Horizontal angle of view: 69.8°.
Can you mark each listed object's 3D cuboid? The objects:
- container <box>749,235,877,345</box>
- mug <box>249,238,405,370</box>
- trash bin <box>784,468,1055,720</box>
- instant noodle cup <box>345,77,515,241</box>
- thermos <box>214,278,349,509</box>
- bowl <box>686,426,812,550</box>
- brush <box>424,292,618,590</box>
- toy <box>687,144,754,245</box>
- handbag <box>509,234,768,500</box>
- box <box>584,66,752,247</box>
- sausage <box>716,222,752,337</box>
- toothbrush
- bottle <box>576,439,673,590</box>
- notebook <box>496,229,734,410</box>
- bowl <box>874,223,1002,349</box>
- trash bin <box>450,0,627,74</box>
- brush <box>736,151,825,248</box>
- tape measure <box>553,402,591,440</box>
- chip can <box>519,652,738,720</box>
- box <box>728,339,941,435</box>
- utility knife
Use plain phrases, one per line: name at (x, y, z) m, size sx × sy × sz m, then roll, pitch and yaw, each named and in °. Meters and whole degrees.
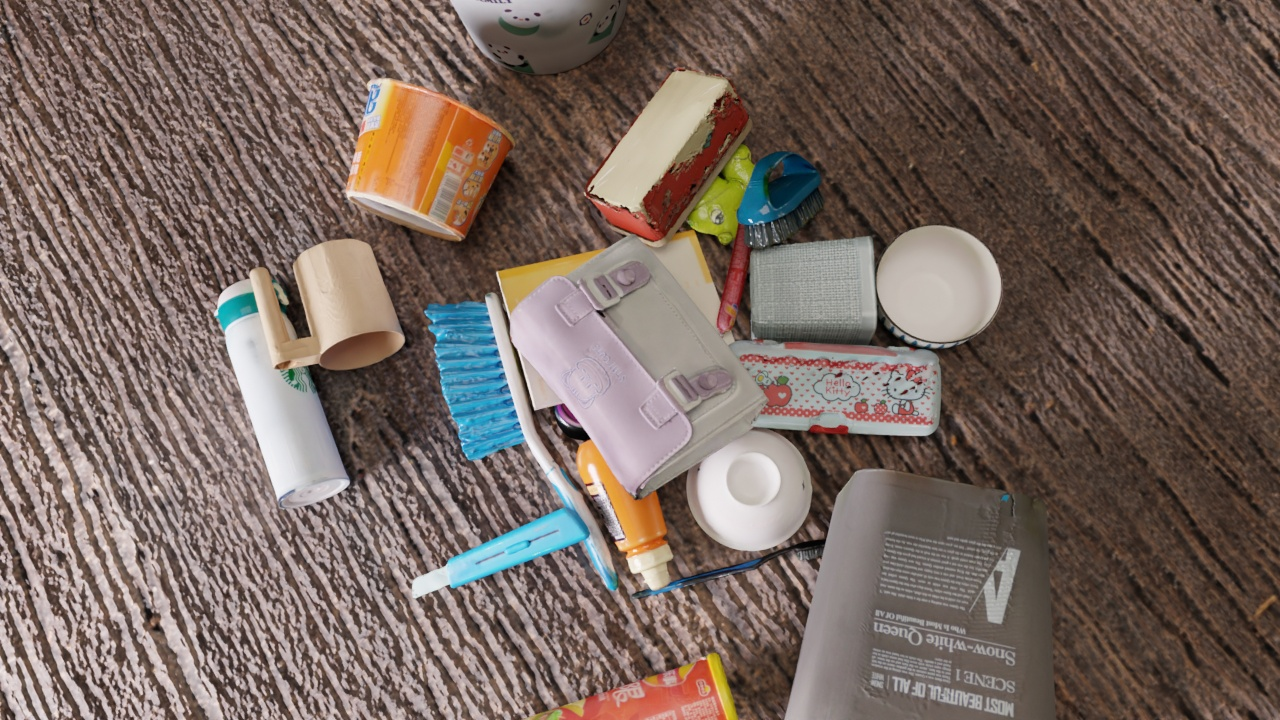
container at (0.160, -0.061, 0.867) m, size 0.111 × 0.090 × 0.090 m, roll -2°, pitch 76°, yaw 7°
mug at (-0.303, -0.050, 0.886) m, size 0.124 × 0.084 × 0.103 m, roll -13°, pitch 71°, yaw -30°
trash bin at (0.228, 0.219, 0.744) m, size 0.199 × 0.199 × 0.219 m, roll 11°, pitch 71°, yaw 6°
instant noodle cup at (-0.212, -0.190, 0.897) m, size 0.151 × 0.151 × 0.111 m, roll 18°, pitch 86°, yaw 8°
thermos at (-0.348, 0.026, 0.888) m, size 0.073 × 0.073 × 0.224 m, roll -24°, pitch 75°, yaw -2°
bowl at (0.100, 0.113, 0.838) m, size 0.118 × 0.065 × 0.118 m, roll -1°, pitch 76°, yaw 4°
brush at (-0.115, 0.078, 0.870) m, size 0.109 × 0.060 × 0.314 m, roll -16°, pitch 78°, yaw -4°
toy at (0.083, -0.169, 0.926) m, size 0.100 × 0.031 × 0.096 m, roll -34°, pitch 78°, yaw -9°
handbag at (-0.005, 0.005, 0.809) m, size 0.144 × 0.098 × 0.197 m, roll -34°, pitch 73°, yaw -13°
box at (0.026, -0.205, 0.899) m, size 0.091 × 0.077 × 0.168 m, roll 28°, pitch 78°, yaw 40°
sausage at (0.097, -0.095, 0.894) m, size 0.020 × 0.020 × 0.155 m, roll 12°, pitch 81°, yaw 7°
toothbrush at (0.083, 0.196, 0.846) m, size 0.189 × 0.014 × 0.016 m, roll -16°, pitch 100°, yaw 1°
bottle at (-0.008, 0.139, 0.844) m, size 0.067 × 0.067 × 0.149 m, roll -21°, pitch 83°, yaw -2°
notebook at (-0.021, -0.043, 0.887) m, size 0.206 × 0.010 × 0.145 m, roll -13°, pitch 73°, yaw -14°
bowl at (0.274, -0.064, 0.869) m, size 0.116 × 0.066 × 0.116 m, roll -1°, pitch 77°, yaw 4°
trash bin at (-0.111, -0.424, 0.887) m, size 0.229 × 0.252 × 0.229 m, roll -1°, pitch 75°, yaw 4°
brush at (0.131, -0.159, 0.866) m, size 0.055 × 0.143 × 0.073 m, roll -2°, pitch 115°, yaw 32°
tape measure at (-0.054, 0.048, 0.877) m, size 0.058 × 0.039 × 0.057 m, roll -1°, pitch 66°, yaw -3°
chip can at (-0.023, 0.321, 0.791) m, size 0.216 × 0.073 × 0.073 m, roll -19°, pitch 76°, yaw -1°
box at (0.176, 0.025, 0.855) m, size 0.201 × 0.047 × 0.087 m, roll 3°, pitch 92°, yaw 5°
utility knife at (-0.134, 0.181, 0.844) m, size 0.186 × 0.018 × 0.034 m, roll -25°, pitch 91°, yaw 14°
